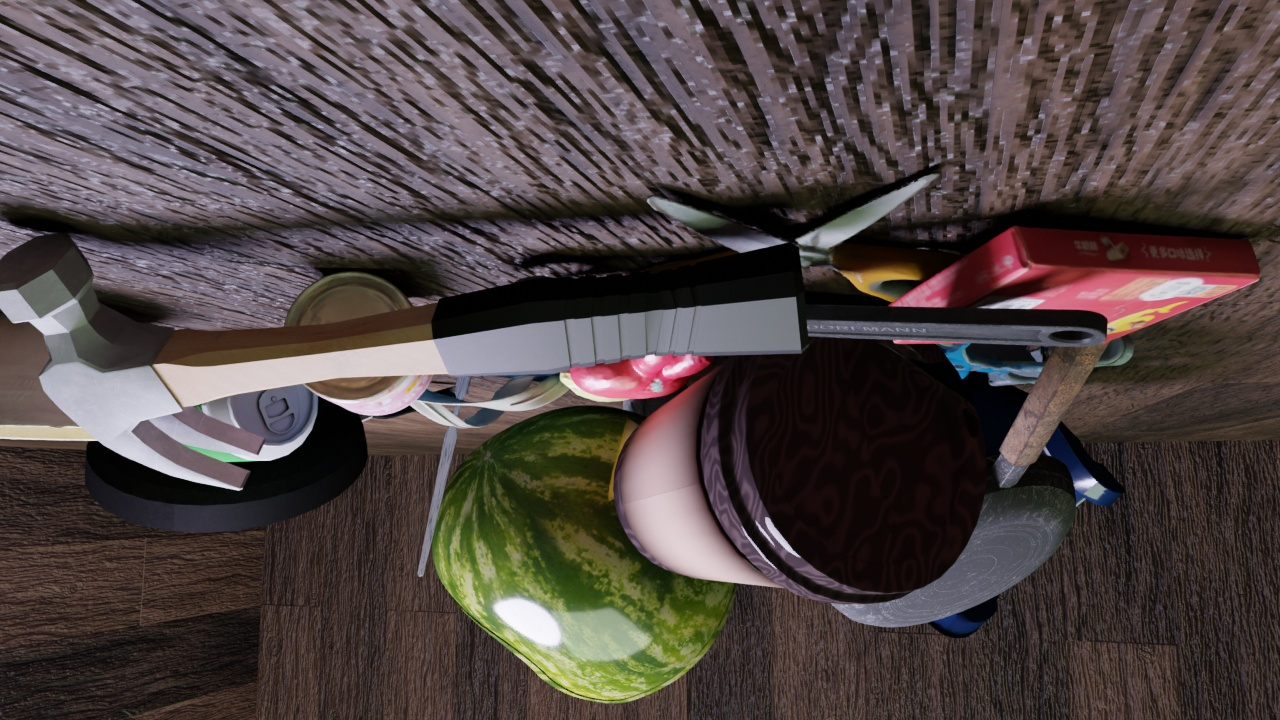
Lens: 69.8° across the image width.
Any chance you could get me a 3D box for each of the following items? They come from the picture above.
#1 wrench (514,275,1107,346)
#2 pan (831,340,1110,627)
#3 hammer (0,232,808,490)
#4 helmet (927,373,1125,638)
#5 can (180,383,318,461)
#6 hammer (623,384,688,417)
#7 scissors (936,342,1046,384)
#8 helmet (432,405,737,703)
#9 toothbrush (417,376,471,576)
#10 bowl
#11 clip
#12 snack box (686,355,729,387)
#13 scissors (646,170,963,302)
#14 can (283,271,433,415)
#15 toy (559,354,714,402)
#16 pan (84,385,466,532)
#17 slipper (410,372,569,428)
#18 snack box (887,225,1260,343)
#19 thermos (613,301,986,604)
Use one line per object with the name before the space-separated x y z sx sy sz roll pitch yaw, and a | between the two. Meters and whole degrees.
wrench | 0.057 -0.019 0.412 0.274 0.018 0.073 3 165 24
pan | 0.241 0.091 0.625 0.207 0.040 0.358 -8 140 -15
hammer | -0.097 -0.008 0.389 0.328 0.039 0.131 -6 132 10
helmet | 0.277 0.122 0.841 0.223 0.233 0.271 40 -149 14
can | -0.317 0.033 0.697 0.140 0.087 0.087 -6 170 36
hammer | 0.110 0.037 0.820 0.176 0.079 0.327 2 166 -18
scissors | 0.223 -0.003 0.622 0.134 0.011 0.140 5 160 22
helmet | -0.044 0.151 0.786 0.247 0.212 0.244 35 126 -22
toothbrush | -0.159 0.086 0.751 0.010 0.181 0.010 11 176 5
bowl | -0.361 0.008 0.559 0.151 0.075 0.151 0 173 0
clip | 0.275 0.002 0.706 0.165 0.032 0.165 -2 173 13
snack box | 0.110 0.020 0.688 0.150 0.026 0.082 -4 137 36
scissors | 0.077 -0.043 0.422 0.229 0.016 0.226 5 169 -24
can | -0.145 -0.007 0.485 0.067 0.067 0.076 1 172 -6
toy | -0.004 0.004 0.641 0.091 0.045 0.135 -1 169 -28
pan | -0.309 0.059 0.844 0.355 0.034 0.225 -17 -146 -43
slipper | -0.104 0.018 0.705 0.118 0.060 0.294 -12 167 42
snack box | 0.192 -0.030 0.415 0.132 0.021 0.089 -1 162 -22
thermos | 0.083 0.072 0.602 0.172 0.172 0.227 3 165 -23
